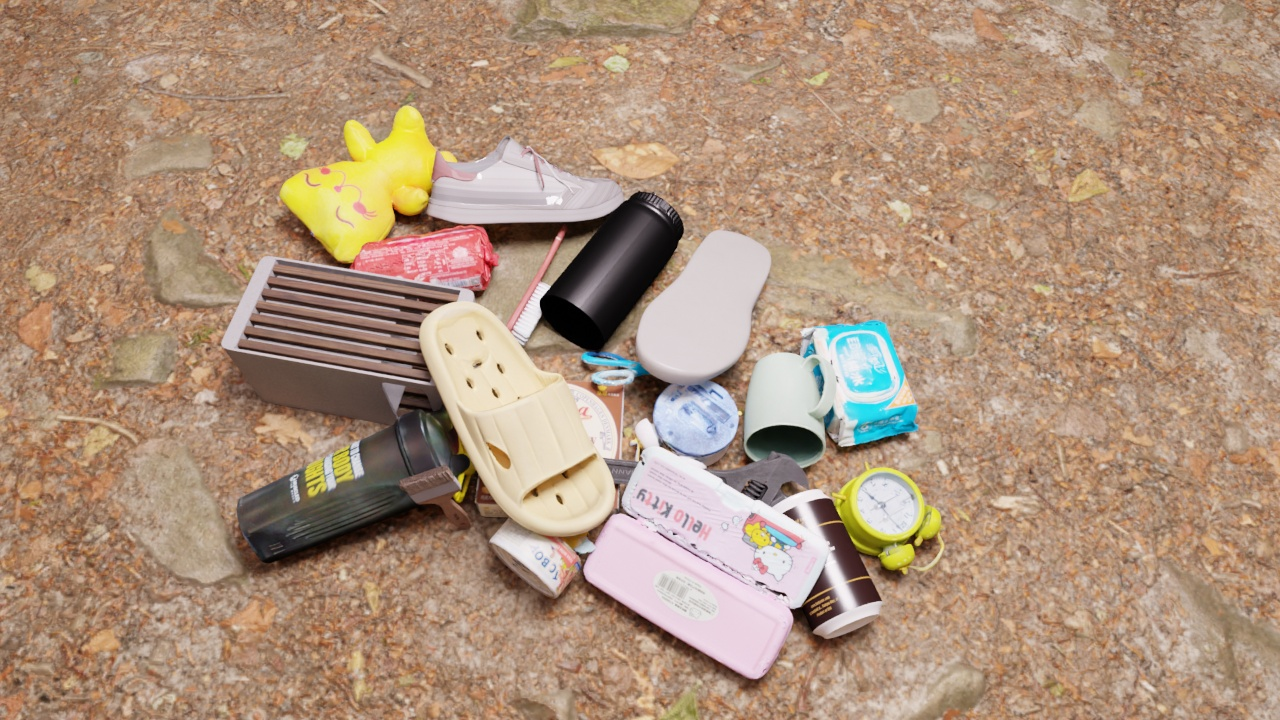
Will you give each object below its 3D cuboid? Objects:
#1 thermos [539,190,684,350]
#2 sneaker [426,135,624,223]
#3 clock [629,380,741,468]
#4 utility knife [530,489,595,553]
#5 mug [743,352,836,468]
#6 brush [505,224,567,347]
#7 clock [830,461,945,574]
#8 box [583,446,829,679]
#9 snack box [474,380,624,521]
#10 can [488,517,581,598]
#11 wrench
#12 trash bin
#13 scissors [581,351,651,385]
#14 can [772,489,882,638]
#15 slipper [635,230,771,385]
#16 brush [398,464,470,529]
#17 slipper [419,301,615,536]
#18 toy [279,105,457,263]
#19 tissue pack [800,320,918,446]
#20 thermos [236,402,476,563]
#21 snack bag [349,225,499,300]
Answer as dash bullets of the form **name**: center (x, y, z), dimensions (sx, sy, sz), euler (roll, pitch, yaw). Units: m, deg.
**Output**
- **thermos**: center (-0.023, -0.113, 1.046), dimensions (0.086, 0.086, 0.198), euler (30, 64, 14)
- **sneaker**: center (-0.131, -0.214, 1.070), dimensions (0.235, 0.089, 0.099), euler (-6, 23, -19)
- **clock**: center (0.047, 0.077, 0.961), dimensions (0.089, 0.052, 0.125), euler (40, 67, 18)
- **utility knife**: center (-0.101, 0.131, 0.901), dimensions (0.030, 0.017, 0.159), euler (-43, 73, -10)
- **mug**: center (0.159, 0.042, 0.953), dimensions (0.084, 0.112, 0.103), euler (27, 47, -23)
- **brush**: center (-0.112, -0.088, 1.062), dimensions (0.030, 0.041, 0.172), euler (27, 60, -6)
- **clock**: center (0.249, 0.160, 0.918), dimensions (0.083, 0.057, 0.119), euler (-40, 75, -22)
- **box**: center (0.059, 0.189, 0.867), dimensions (0.201, 0.037, 0.153), euler (27, 96, 14)
- **snack box**: center (-0.091, 0.091, 0.956), dimensions (0.143, 0.041, 0.146), euler (2, 61, 0)
- **can**: center (-0.100, 0.184, 0.877), dimensions (0.086, 0.086, 0.043), euler (34, 66, 16)
- **wrench**: center (0.039, 0.116, 0.915), dimensions (0.273, 0.018, 0.073), euler (7, 101, -11)
- **trash bin**: center (-0.292, -0.014, 0.967), dimensions (0.229, 0.115, 0.114), euler (10, 61, 4)
- **scissors**: center (-0.004, 0.005, 1.008), dimensions (0.139, 0.013, 0.118), euler (-8, 22, -30)
- **can**: center (0.175, 0.196, 0.886), dimensions (0.072, 0.072, 0.128), euler (-17, 62, -11)
- **slipper**: center (0.069, -0.047, 1.027), dimensions (0.113, 0.081, 0.265), euler (25, 46, 4)
- **brush**: center (-0.183, 0.135, 0.870), dimensions (0.045, 0.143, 0.008), euler (-19, 61, -2)
- **slipper**: center (-0.117, 0.044, 0.849), dimensions (0.111, 0.079, 0.261), euler (-28, 75, -27)
- **toy**: center (-0.319, -0.210, 1.095), dimensions (0.134, 0.088, 0.193), euler (46, 72, 2)
- **tissue pack**: center (0.234, 0.018, 0.993), dimensions (0.093, 0.062, 0.144), euler (-10, 61, -7)
- **thermos**: center (-0.273, 0.124, 0.899), dimensions (0.220, 0.098, 0.098), euler (-23, 64, -5)
- **snack bag**: center (-0.247, -0.108, 1.040), dimensions (0.176, 0.082, 0.082), euler (-10, 61, -8)
